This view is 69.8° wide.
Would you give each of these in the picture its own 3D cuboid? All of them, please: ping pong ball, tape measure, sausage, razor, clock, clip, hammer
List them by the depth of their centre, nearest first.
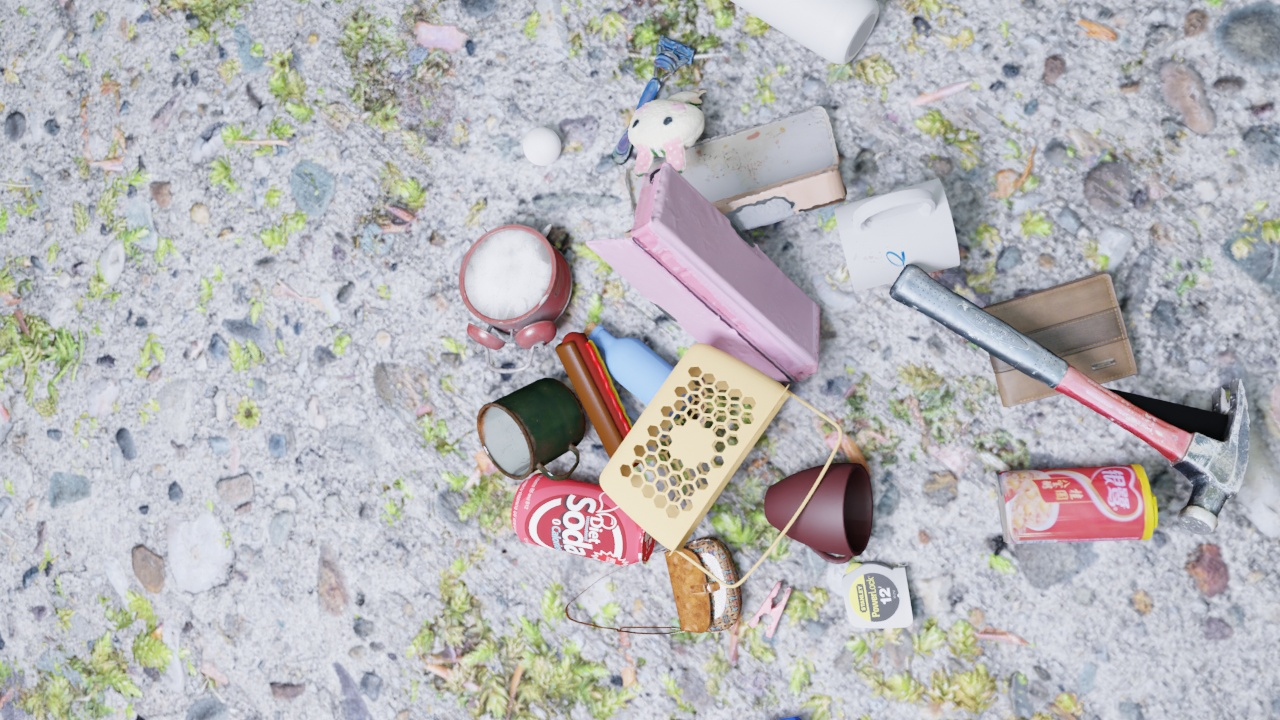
[{"bbox_3d":[0.371,0.006,0.801,0.326,0.036,0.140,32,68,9],"label":"hammer"},{"bbox_3d":[0.231,0.228,0.894,0.065,0.016,0.064,-9,87,16],"label":"tape measure"},{"bbox_3d":[0.135,0.253,0.920,0.060,0.023,0.044,-43,84,13],"label":"clip"},{"bbox_3d":[-0.040,0.041,0.941,0.040,0.040,0.155,-24,99,14],"label":"sausage"},{"bbox_3d":[0.007,-0.269,0.958,0.044,0.018,0.141,29,97,13],"label":"razor"},{"bbox_3d":[-0.131,-0.063,0.971,0.110,0.062,0.156,-1,76,16],"label":"clock"},{"bbox_3d":[-0.105,-0.228,0.978,0.040,0.040,0.040,0,90,16],"label":"ping pong ball"}]

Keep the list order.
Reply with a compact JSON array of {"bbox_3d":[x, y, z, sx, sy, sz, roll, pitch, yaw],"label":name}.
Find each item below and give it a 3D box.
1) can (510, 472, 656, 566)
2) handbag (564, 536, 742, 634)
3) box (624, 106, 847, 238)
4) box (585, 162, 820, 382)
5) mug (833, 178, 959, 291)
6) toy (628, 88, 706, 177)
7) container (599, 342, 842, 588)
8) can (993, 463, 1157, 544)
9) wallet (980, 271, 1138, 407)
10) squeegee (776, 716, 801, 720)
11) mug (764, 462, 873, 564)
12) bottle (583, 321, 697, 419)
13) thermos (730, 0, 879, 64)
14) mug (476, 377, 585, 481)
[{"bbox_3d":[-0.057,0.164,0.946,0.142,0.074,0.074,10,92,16],"label":"can"},{"bbox_3d":[0.006,0.244,0.950,0.196,0.043,0.093,-15,84,19],"label":"handbag"},{"bbox_3d":[0.086,-0.176,0.903,0.217,0.114,0.096,-15,106,16],"label":"box"},{"bbox_3d":[0.058,-0.063,0.858,0.107,0.232,0.099,-27,39,38],"label":"box"},{"bbox_3d":[0.233,-0.122,0.842,0.096,0.119,0.083,-14,68,15],"label":"mug"},{"bbox_3d":[0.027,-0.236,0.923,0.087,0.050,0.112,12,79,39],"label":"toy"},{"bbox_3d":[0.076,0.095,0.847,0.167,0.129,0.183,35,89,8],"label":"container"},{"bbox_3d":[0.388,0.130,0.825,0.124,0.066,0.066,-5,88,16],"label":"can"},{"bbox_3d":[0.384,-0.019,0.848,0.121,0.027,0.098,-16,90,14],"label":"wallet"},{"bbox_3d":[0.086,0.411,0.916,0.185,0.055,0.249,-39,97,12],"label":"squeegee"},{"bbox_3d":[0.171,0.152,0.889,0.089,0.086,0.114,-2,121,32],"label":"mug"},{"bbox_3d":[-0.006,0.006,0.946,0.131,0.048,0.048,39,100,12],"label":"bottle"},{"bbox_3d":[0.130,-0.388,0.902,0.230,0.068,0.101,36,86,14],"label":"thermos"},{"bbox_3d":[-0.101,0.076,0.940,0.111,0.081,0.085,42,136,21],"label":"mug"}]
